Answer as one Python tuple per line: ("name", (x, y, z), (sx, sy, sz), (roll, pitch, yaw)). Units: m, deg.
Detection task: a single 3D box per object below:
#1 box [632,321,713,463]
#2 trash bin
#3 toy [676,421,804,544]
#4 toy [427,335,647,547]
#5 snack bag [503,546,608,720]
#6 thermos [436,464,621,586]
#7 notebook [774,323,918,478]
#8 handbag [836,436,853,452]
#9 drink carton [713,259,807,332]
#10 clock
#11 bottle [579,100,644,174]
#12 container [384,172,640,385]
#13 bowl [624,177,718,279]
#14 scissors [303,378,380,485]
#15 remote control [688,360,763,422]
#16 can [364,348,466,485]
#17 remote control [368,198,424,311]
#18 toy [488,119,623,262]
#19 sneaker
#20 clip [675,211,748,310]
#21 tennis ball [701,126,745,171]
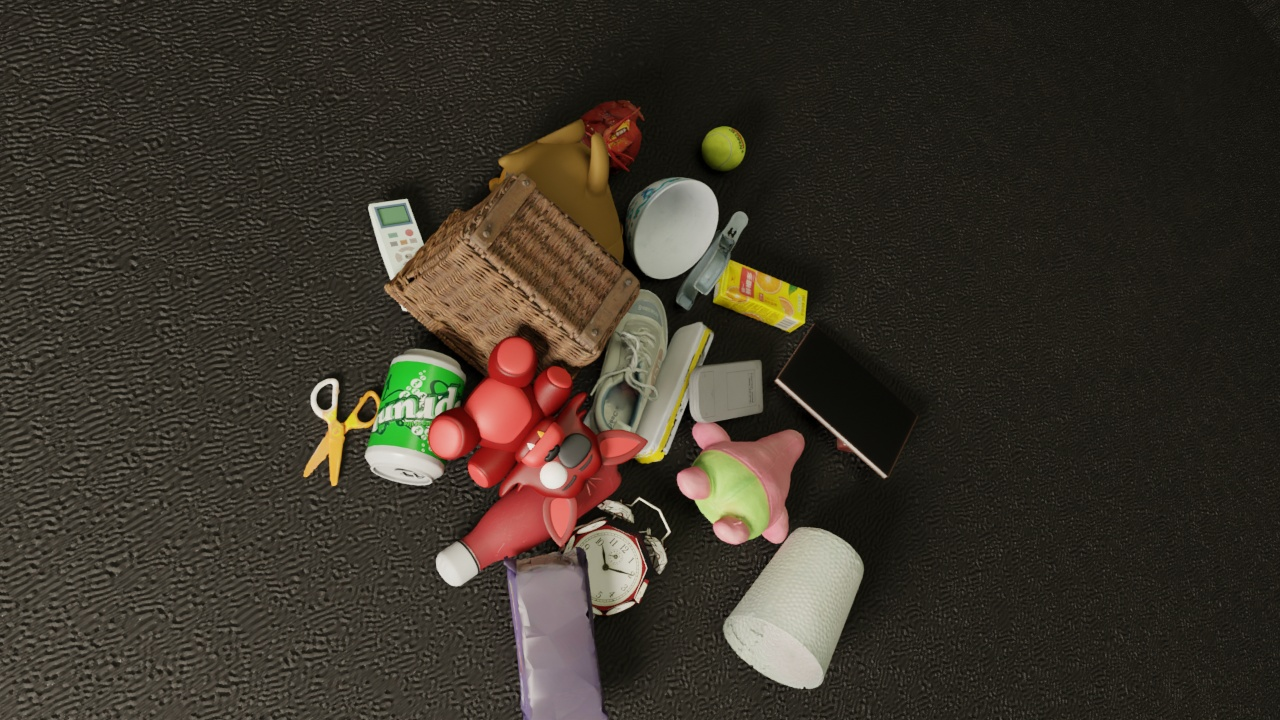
("box", (0.041, 0.041, 1.205), (0.033, 0.065, 0.209), (37, 60, -24))
("trash bin", (0.201, 0.303, 1.153), (0.133, 0.134, 0.160), (44, 55, -5))
("toy", (0.141, 0.152, 1.201), (0.236, 0.097, 0.192), (-30, 85, -45))
("toy", (-0.115, 0.086, 1.009), (0.197, 0.120, 0.158), (40, 83, -3))
("snack bag", (-0.093, 0.315, 1.013), (0.096, 0.058, 0.205), (-7, 89, -9))
("thermos", (-0.131, 0.180, 1.068), (0.239, 0.073, 0.073), (-33, 88, -29))
("notebook", (0.302, 0.055, 1.330), (0.209, 0.008, 0.141), (42, 50, -1))
("handbag", (0.306, 0.074, 1.341), (0.055, 0.029, 0.119), (9, 63, -24))
("drink carton", (0.172, -0.092, 1.326), (0.134, 0.043, 0.058), (19, 62, -19))
("clock", (-0.033, 0.232, 1.097), (0.154, 0.065, 0.114), (-43, 92, -15))
("bottle", (-0.043, -0.306, 1.270), (0.111, 0.099, 0.099), (-34, 88, -26))
("container", (-0.133, -0.084, 1.081), (0.250, 0.184, 0.161), (41, 54, -13))
("bowl", (0.028, -0.193, 1.261), (0.143, 0.144, 0.074), (-21, 42, -30))
("scissors", (-0.353, 0.077, 1.035), (0.097, 0.012, 0.132), (35, 60, -9))
("remote control", (0.115, 0.040, 1.226), (0.150, 0.019, 0.074), (-6, 94, -49))
("can", (-0.254, 0.064, 1.042), (0.087, 0.088, 0.139), (18, 65, -19))
("remote control", (-0.290, -0.126, 1.129), (0.049, 0.024, 0.143), (-16, 80, -33))
("toy", (-0.090, -0.189, 1.184), (0.162, 0.199, 0.203), (-43, 113, -47))
("sneaker", (-0.007, 0.007, 1.178), (0.089, 0.091, 0.241), (24, 63, -15))
("clip", (0.091, -0.132, 1.306), (0.028, 0.128, 0.166), (38, 52, -10))
("tennis ball", (0.124, -0.315, 1.368), (0.065, 0.065, 0.065), (8, 69, -23))
